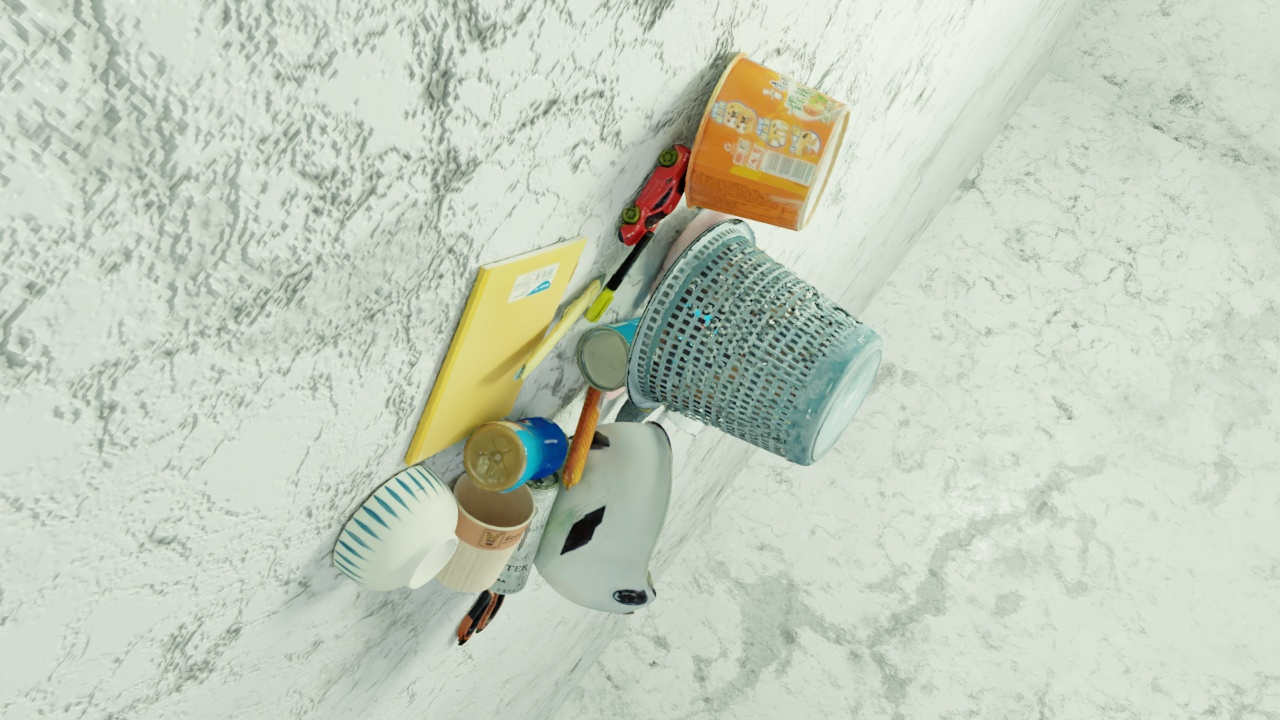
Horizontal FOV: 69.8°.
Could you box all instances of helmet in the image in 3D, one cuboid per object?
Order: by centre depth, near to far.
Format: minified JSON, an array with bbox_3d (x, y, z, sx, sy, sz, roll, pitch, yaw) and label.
[{"bbox_3d":[-0.058,0.178,1.087,0.259,0.146,0.228,114,-20,-57],"label":"helmet"}]

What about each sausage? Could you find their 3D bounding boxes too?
[{"bbox_3d":[-0.061,0.075,1.026,0.021,0.021,0.164,106,0,-53],"label":"sausage"}]

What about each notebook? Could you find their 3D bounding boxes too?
[{"bbox_3d":[-0.123,-0.009,0.788,0.145,0.010,0.207,-30,152,-56],"label":"notebook"}]

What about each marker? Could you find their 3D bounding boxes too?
[{"bbox_3d":[-0.020,-0.079,0.887,0.124,0.015,0.018,-51,174,37],"label":"marker"}]

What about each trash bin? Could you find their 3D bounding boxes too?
[{"bbox_3d":[0.127,-0.001,0.935,0.226,0.195,0.227,-44,154,-29],"label":"trash bin"}]

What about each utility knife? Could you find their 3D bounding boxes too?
[{"bbox_3d":[-0.073,-0.029,0.845,0.162,0.018,0.031,-60,175,-42],"label":"utility knife"}]

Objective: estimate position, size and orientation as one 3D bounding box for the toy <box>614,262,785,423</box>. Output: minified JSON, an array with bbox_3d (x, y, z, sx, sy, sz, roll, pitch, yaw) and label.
[{"bbox_3d":[0.094,-0.037,1.227,0.355,0.091,0.138,-45,175,-23],"label":"toy"}]

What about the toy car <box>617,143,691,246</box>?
[{"bbox_3d":[0.017,-0.151,0.855,0.106,0.031,0.049,-54,164,9],"label":"toy car"}]

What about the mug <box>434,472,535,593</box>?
[{"bbox_3d":[-0.176,0.173,0.923,0.114,0.081,0.106,-1,133,-38],"label":"mug"}]

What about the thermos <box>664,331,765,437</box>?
[{"bbox_3d":[0.126,0.018,1.487,0.220,0.070,0.070,-56,165,8],"label":"thermos"}]

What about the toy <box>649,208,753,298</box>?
[{"bbox_3d":[0.066,-0.121,1.024,0.160,0.054,0.121,-51,168,34],"label":"toy"}]

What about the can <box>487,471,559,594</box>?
[{"bbox_3d":[-0.135,0.183,1.006,0.058,0.058,0.147,-25,139,-60],"label":"can"}]

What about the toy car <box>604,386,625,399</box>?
[{"bbox_3d":[-0.007,0.007,1.123,0.122,0.037,0.056,-42,160,-34],"label":"toy car"}]

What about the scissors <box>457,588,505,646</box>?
[{"bbox_3d":[-0.205,0.315,1.251,0.193,0.015,0.207,-49,164,-15],"label":"scissors"}]

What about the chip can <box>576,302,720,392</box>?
[{"bbox_3d":[0.015,-0.018,1.033,0.209,0.071,0.071,-19,143,-57],"label":"chip can"}]

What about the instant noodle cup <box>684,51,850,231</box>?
[{"bbox_3d":[0.120,-0.194,0.851,0.151,0.111,0.151,24,89,-78],"label":"instant noodle cup"}]

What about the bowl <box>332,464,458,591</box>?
[{"bbox_3d":[-0.203,0.157,0.807,0.116,0.066,0.117,-48,164,-19],"label":"bowl"}]

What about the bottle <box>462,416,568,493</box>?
[{"bbox_3d":[-0.112,0.090,0.921,0.065,0.065,0.218,-55,171,4],"label":"bottle"}]
